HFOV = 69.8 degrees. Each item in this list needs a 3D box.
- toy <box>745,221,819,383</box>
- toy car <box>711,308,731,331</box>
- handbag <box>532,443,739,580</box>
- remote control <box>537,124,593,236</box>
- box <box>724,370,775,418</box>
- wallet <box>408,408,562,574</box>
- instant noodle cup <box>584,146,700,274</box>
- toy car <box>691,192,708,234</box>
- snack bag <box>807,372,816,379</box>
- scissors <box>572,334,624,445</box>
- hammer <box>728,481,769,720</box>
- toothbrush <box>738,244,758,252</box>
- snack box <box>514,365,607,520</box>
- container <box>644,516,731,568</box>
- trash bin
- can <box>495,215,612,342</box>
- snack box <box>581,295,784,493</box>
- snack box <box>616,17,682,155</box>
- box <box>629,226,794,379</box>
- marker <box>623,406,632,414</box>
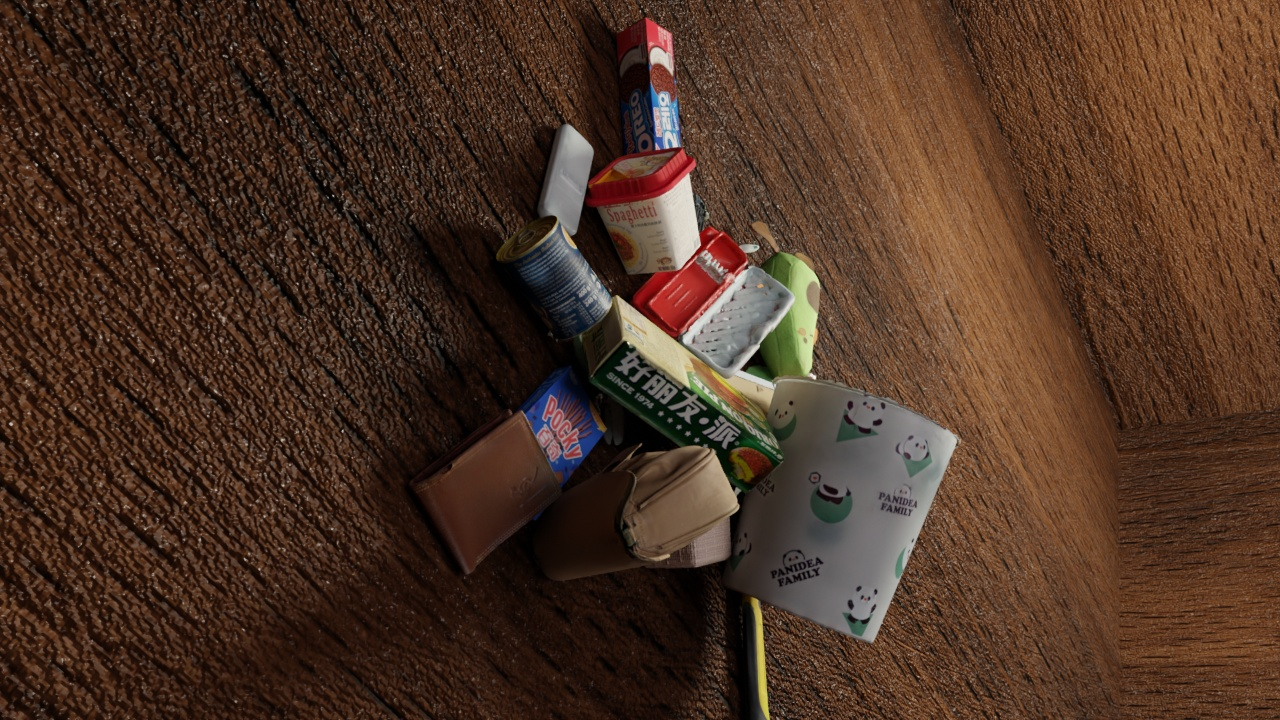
[{"bbox_3d":[0.215,-0.077,1.347,0.226,0.090,0.246,29,57,-48],"label":"toy"},{"bbox_3d":[0.098,-0.077,1.238,0.042,0.034,0.090,-42,114,-54],"label":"toy car"},{"bbox_3d":[-0.011,0.142,0.879,0.147,0.205,0.100,-27,89,-40],"label":"handbag"},{"bbox_3d":[-0.085,-0.206,1.047,0.056,0.020,0.135,38,49,-41],"label":"remote control"},{"bbox_3d":[0.118,0.056,1.175,0.184,0.090,0.059,18,63,-52],"label":"box"},{"bbox_3d":[-0.136,0.118,0.833,0.124,0.032,0.101,-38,115,-29],"label":"wallet"},{"bbox_3d":[0.012,-0.176,1.099,0.116,0.116,0.124,-51,130,-47],"label":"instant noodle cup"},{"bbox_3d":[0.060,-0.171,1.219,0.049,0.031,0.105,28,68,-44],"label":"toy car"},{"bbox_3d":[0.266,0.069,1.421,0.045,0.026,0.105,38,48,-36],"label":"snack bag"},{"bbox_3d":[-0.020,0.017,1.041,0.139,0.019,0.179,3,73,-41],"label":"scissors"},{"bbox_3d":[0.138,0.307,1.164,0.126,0.032,0.322,19,64,-49],"label":"hammer"},{"bbox_3d":[0.122,-0.160,1.315,0.191,0.016,0.018,-14,80,-54],"label":"toothbrush"},{"bbox_3d":[-0.096,0.081,0.929,0.084,0.026,0.156,61,38,-19],"label":"snack box"},{"bbox_3d":[0.048,0.175,1.040,0.089,0.090,0.111,4,78,-53],"label":"container"},{"bbox_3d":[0.221,0.175,1.073,0.229,0.230,0.251,31,77,-44],"label":"trash bin"},{"bbox_3d":[-0.088,-0.084,0.955,0.111,0.075,0.075,55,41,-27],"label":"can"},{"bbox_3d":[0.045,0.037,0.997,0.240,0.063,0.114,37,18,-25],"label":"snack box"},{"bbox_3d":[0.012,-0.334,1.190,0.058,0.057,0.207,12,69,-48],"label":"snack box"},{"bbox_3d":[0.094,-0.074,1.144,0.158,0.038,0.200,42,49,3],"label":"box"},{"bbox_3d":[-0.006,0.006,1.084,0.022,0.018,0.130,51,42,-43],"label":"marker"}]
